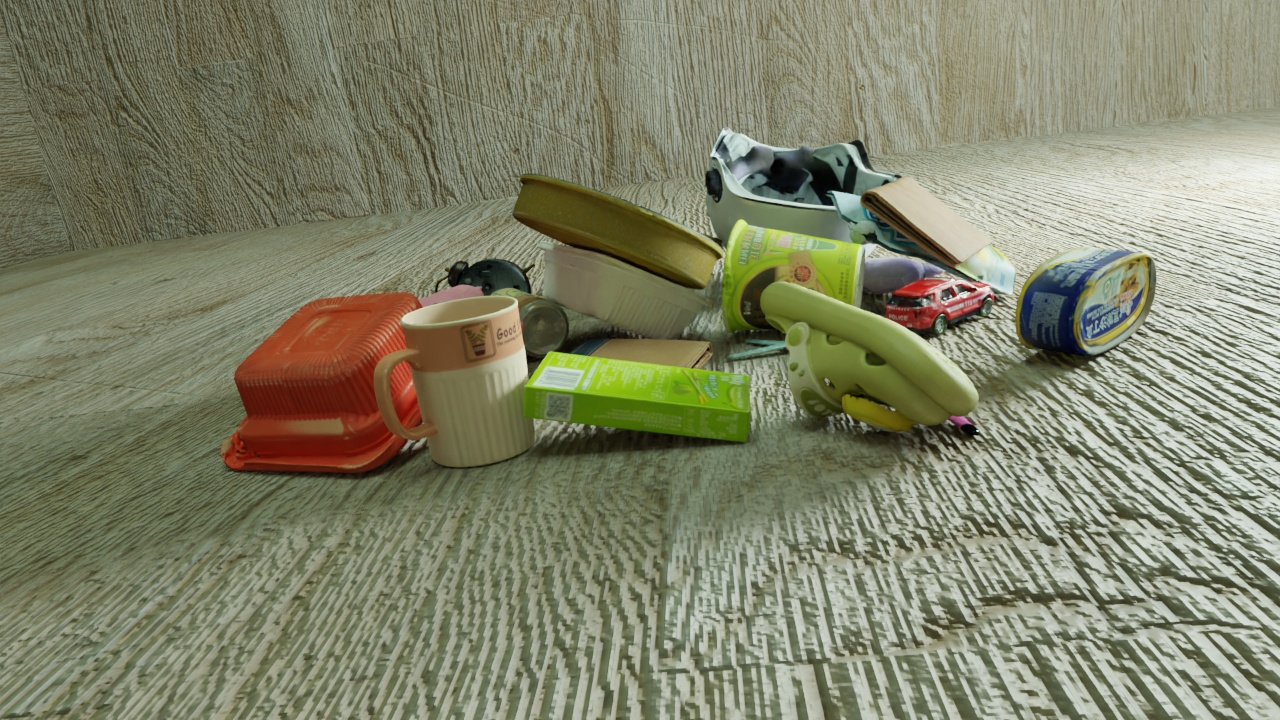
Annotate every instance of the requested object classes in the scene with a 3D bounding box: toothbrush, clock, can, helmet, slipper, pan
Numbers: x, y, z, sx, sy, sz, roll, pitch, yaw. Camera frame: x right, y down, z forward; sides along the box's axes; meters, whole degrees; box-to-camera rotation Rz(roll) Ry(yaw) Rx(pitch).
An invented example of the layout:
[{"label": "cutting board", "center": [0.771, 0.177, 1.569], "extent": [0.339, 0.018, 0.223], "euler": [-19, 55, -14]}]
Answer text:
[{"label": "toothbrush", "center": [0.198, 0.021, 0.673], "extent": [0.014, 0.018, 0.189], "euler": [-10, 19, -7]}, {"label": "clock", "center": [-0.180, -0.078, 1.067], "extent": [0.122, 0.082, 0.055], "euler": [-6, 11, 3]}, {"label": "can", "center": [-0.121, -0.041, 0.946], "extent": [0.058, 0.058, 0.116], "euler": [-15, 17, -24]}, {"label": "helmet", "center": [0.182, -0.170, 1.096], "extent": [0.229, 0.146, 0.258], "euler": [1, 33, -9]}, {"label": "can", "center": [0.357, -0.049, 0.730], "extent": [0.147, 0.075, 0.049], "euler": [-20, 23, -38]}, {"label": "slipper", "center": [0.145, 0.006, 0.642], "extent": [0.091, 0.081, 0.190], "euler": [24, 8, -37]}, {"label": "pan", "center": [0.013, -0.124, 0.916], "extent": [0.198, 0.078, 0.357], "euler": [22, 2, 22]}]

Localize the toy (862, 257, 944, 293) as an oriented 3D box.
[{"label": "toy", "center": [0.264, -0.093, 0.994], "extent": [0.083, 0.039, 0.108], "euler": [-17, 12, -42]}]

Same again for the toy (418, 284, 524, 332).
[{"label": "toy", "center": [-0.210, -0.023, 0.883], "extent": [0.195, 0.075, 0.178], "euler": [4, 35, 28]}]

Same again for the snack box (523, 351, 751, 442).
[{"label": "snack box", "center": [0.001, 0.025, 0.663], "extent": [0.156, 0.026, 0.085], "euler": [6, 18, 4]}]

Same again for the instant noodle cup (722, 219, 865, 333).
[{"label": "instant noodle cup", "center": [0.150, -0.076, 0.879], "extent": [0.123, 0.112, 0.111], "euler": [6, 19, 18]}]

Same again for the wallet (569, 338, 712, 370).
[{"label": "wallet", "center": [-0.005, 0.005, 0.786], "extent": [0.115, 0.033, 0.090], "euler": [0, 20, 22]}]

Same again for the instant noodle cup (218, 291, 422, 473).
[{"label": "instant noodle cup", "center": [-0.236, 0.009, 0.728], "extent": [0.165, 0.079, 0.188], "euler": [-3, 35, 21]}]

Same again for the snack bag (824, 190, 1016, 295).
[{"label": "snack bag", "center": [0.280, -0.121, 0.924], "extent": [0.191, 0.039, 0.110], "euler": [18, 39, -13]}]

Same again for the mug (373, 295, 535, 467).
[{"label": "mug", "center": [-0.132, 0.018, 0.653], "extent": [0.082, 0.106, 0.114], "euler": [8, 22, 44]}]

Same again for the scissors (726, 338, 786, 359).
[{"label": "scissors", "center": [0.146, -0.016, 0.823], "extent": [0.130, 0.017, 0.133], "euler": [-20, 16, -33]}]

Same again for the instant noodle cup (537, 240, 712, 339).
[{"label": "instant noodle cup", "center": [-0.025, -0.065, 0.921], "extent": [0.138, 0.060, 0.173], "euler": [20, 3, -30]}]

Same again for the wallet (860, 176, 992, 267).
[{"label": "wallet", "center": [0.281, -0.137, 0.898], "extent": [0.115, 0.020, 0.101], "euler": [42, 39, 18]}]

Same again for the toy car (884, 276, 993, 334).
[{"label": "toy car", "center": [0.276, -0.054, 0.844], "extent": [0.120, 0.045, 0.053], "euler": [-16, 19, -35]}]
